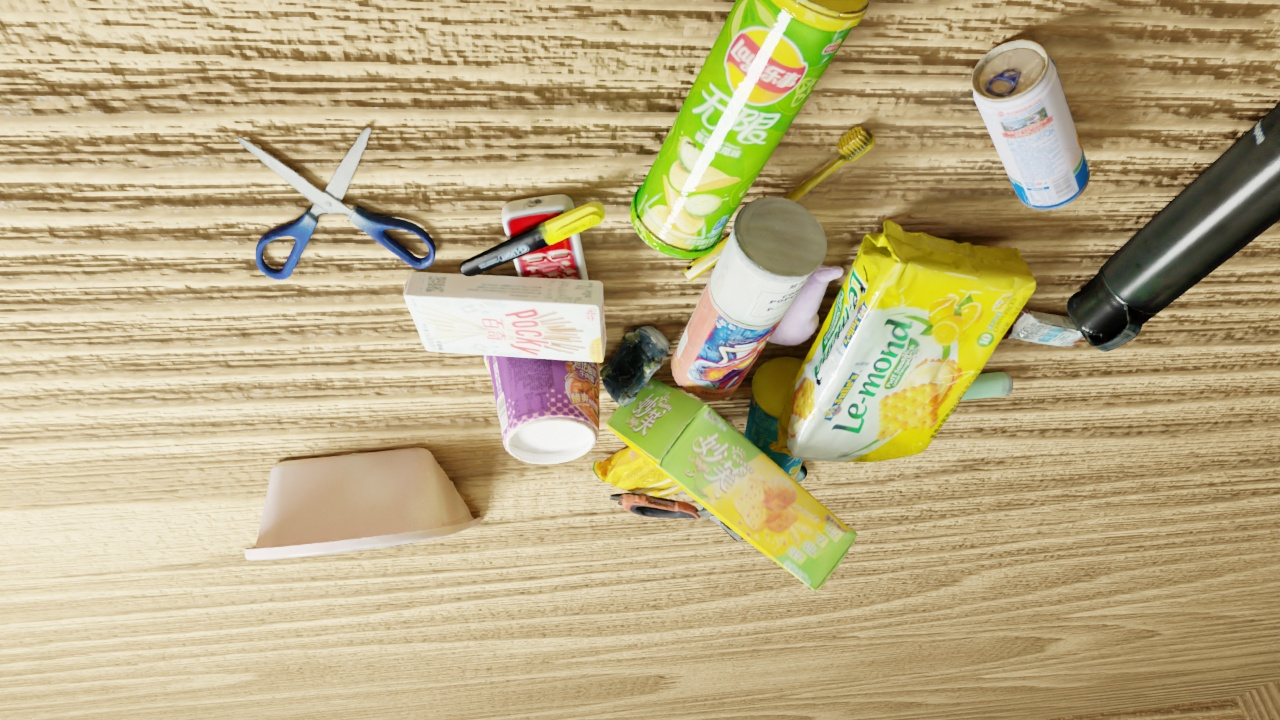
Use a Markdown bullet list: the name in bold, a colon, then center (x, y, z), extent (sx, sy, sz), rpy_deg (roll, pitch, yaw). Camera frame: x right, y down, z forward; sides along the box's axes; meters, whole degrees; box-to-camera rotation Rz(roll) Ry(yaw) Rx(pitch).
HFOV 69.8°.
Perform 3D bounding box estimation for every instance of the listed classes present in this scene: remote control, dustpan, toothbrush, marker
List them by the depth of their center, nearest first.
- **marker**: center (-0.082, -0.088, 0.685), extent (0.124, 0.015, 0.018), rpy_deg (-20, 137, 18)
- **toothbrush**: center (0.101, -0.119, 0.715), extent (0.016, 0.015, 0.191), rpy_deg (26, 134, -34)
- **remote control**: center (-0.072, -0.078, 0.733), extent (0.056, 0.020, 0.136), rpy_deg (-9, 146, -1)
- **toothbrush**: center (0.283, 0.034, 0.973), extent (0.224, 0.026, 0.027), rpy_deg (-5, 168, -4)
- **dustpan**: center (-0.298, 0.194, 0.983), extent (0.222, 0.138, 0.274), rpy_deg (-8, 146, -2)

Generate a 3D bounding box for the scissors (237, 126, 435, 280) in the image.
- **scissors**: center (-0.220, -0.106, 0.668), extent (0.162, 0.012, 0.174), rpy_deg (18, 137, -32)

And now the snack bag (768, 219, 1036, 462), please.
- **snack bag**: center (0.225, -0.008, 0.814), extent (0.157, 0.068, 0.247), rpy_deg (4, 128, -24)

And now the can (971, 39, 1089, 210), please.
- **can**: center (0.279, -0.164, 0.652), extent (0.053, 0.053, 0.134), rpy_deg (-25, 143, 23)

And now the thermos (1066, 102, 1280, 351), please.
- **thermos**: center (0.463, -0.096, 0.762), extent (0.068, 0.089, 0.243), rpy_deg (22, 140, -6)

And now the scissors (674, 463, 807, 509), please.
- **scissors**: center (0.117, 0.165, 1.139), extent (0.170, 0.019, 0.181), rpy_deg (-7, 147, -5)

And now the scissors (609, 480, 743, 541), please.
- **scissors**: center (0.070, 0.166, 1.034), extent (0.226, 0.015, 0.189), rpy_deg (7, 148, -8)

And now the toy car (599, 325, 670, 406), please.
- **toy car**: center (-0.005, 0.005, 0.855), extent (0.034, 0.043, 0.091), rpy_deg (-24, 158, -45)

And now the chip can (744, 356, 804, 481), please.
- **chip can**: center (0.144, 0.082, 0.974), extent (0.071, 0.071, 0.211), rpy_deg (-6, 147, -3)

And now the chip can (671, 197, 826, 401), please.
- **chip can**: center (0.081, -0.041, 0.754), extent (0.071, 0.071, 0.215), rpy_deg (0, 153, -12)

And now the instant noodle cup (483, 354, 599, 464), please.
- **instant noodle cup**: center (-0.083, 0.033, 0.826), extent (0.111, 0.099, 0.112), rpy_deg (-7, 147, -5)

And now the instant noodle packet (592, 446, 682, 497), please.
- **instant noodle packet**: center (0.027, 0.115, 1.022), extent (0.129, 0.044, 0.110), rpy_deg (-26, 144, 29)

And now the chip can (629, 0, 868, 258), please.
- **chip can**: center (0.060, -0.157, 0.599), extent (0.072, 0.072, 0.222), rpy_deg (6, 144, -21)

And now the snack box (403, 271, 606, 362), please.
- **snack box**: center (-0.108, -0.035, 0.755), extent (0.157, 0.026, 0.085), rpy_deg (4, 149, 4)

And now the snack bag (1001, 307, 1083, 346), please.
- **snack bag**: center (0.399, -0.032, 0.900), extent (0.104, 0.026, 0.048), rpy_deg (5, 138, -18)

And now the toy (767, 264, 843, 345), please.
- **toy**: center (0.126, -0.049, 0.804), extent (0.084, 0.038, 0.108), rpy_deg (9, 147, 6)

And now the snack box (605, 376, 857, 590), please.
- **snack box**: center (0.082, 0.111, 0.866), extent (0.210, 0.158, 0.070), rpy_deg (41, 84, -21)
